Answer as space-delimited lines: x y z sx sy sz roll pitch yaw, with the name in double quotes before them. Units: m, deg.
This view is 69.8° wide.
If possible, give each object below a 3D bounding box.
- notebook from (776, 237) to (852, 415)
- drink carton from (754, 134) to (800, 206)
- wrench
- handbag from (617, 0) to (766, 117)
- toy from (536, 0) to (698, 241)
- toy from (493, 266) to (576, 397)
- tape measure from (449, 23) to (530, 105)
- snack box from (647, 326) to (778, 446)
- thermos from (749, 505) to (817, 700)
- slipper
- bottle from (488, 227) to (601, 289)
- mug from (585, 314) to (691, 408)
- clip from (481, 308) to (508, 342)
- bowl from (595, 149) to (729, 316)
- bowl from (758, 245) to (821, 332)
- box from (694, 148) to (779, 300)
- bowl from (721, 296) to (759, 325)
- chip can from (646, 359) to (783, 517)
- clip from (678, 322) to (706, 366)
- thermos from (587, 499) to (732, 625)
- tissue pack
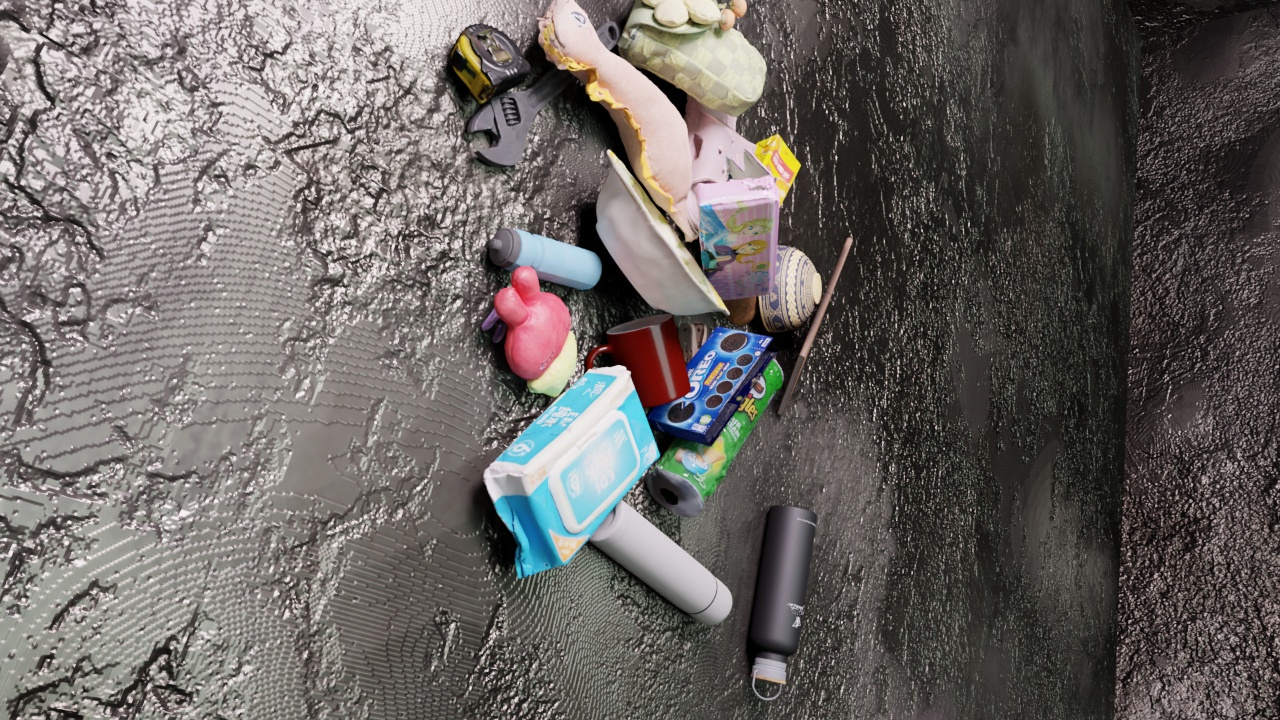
"notebook" 0.230 -0.044 1.210 0.142 0.008 0.208 97 18 -56
"drink carton" 0.156 -0.224 1.181 0.058 0.043 0.134 46 54 -26
"wrench" -0.089 -0.279 0.927 0.272 0.018 0.073 -54 125 -39
"handbag" 0.070 -0.361 1.021 0.186 0.117 0.113 28 55 -16
"toy" -0.014 -0.251 0.951 0.264 0.065 0.196 27 48 -57
"toy" -0.096 -0.026 0.862 0.091 0.045 0.135 -61 143 -41
"tape measure" -0.139 -0.276 0.839 0.062 0.038 0.067 50 47 -2
"snack box" 0.081 0.026 1.023 0.149 0.082 0.027 -51 135 -27
"thermos" 0.172 0.299 1.135 0.061 0.061 0.231 31 64 -43
"slipper" 0.097 -0.263 1.104 0.094 0.065 0.239 21 69 -46
"bottle" -0.094 -0.098 0.885 0.129 0.040 0.040 11 78 -48
"mug" -0.006 0.006 0.962 0.105 0.073 0.082 -19 102 -19
"clip" -0.131 -0.043 0.858 0.053 0.013 0.036 -50 124 -42
"bowl" 0.009 -0.113 0.948 0.219 0.060 0.188 48 12 -31
"bowl" 0.198 -0.092 1.181 0.112 0.061 0.112 2 90 -65
"box" 0.105 -0.156 1.017 0.230 0.085 0.096 72 12 -68
"bowl" 0.134 -0.101 1.158 0.102 0.026 0.114 41 57 -39
"chip can" 0.087 0.080 1.051 0.222 0.076 0.075 -51 123 -38
"clip" 0.056 -0.016 1.062 0.043 0.025 0.061 8 86 -48
"thermos" 0.025 0.219 0.980 0.224 0.052 0.052 45 55 -37
"tissue pack" -0.064 0.102 0.876 0.208 0.066 0.117 -43 126 -40
